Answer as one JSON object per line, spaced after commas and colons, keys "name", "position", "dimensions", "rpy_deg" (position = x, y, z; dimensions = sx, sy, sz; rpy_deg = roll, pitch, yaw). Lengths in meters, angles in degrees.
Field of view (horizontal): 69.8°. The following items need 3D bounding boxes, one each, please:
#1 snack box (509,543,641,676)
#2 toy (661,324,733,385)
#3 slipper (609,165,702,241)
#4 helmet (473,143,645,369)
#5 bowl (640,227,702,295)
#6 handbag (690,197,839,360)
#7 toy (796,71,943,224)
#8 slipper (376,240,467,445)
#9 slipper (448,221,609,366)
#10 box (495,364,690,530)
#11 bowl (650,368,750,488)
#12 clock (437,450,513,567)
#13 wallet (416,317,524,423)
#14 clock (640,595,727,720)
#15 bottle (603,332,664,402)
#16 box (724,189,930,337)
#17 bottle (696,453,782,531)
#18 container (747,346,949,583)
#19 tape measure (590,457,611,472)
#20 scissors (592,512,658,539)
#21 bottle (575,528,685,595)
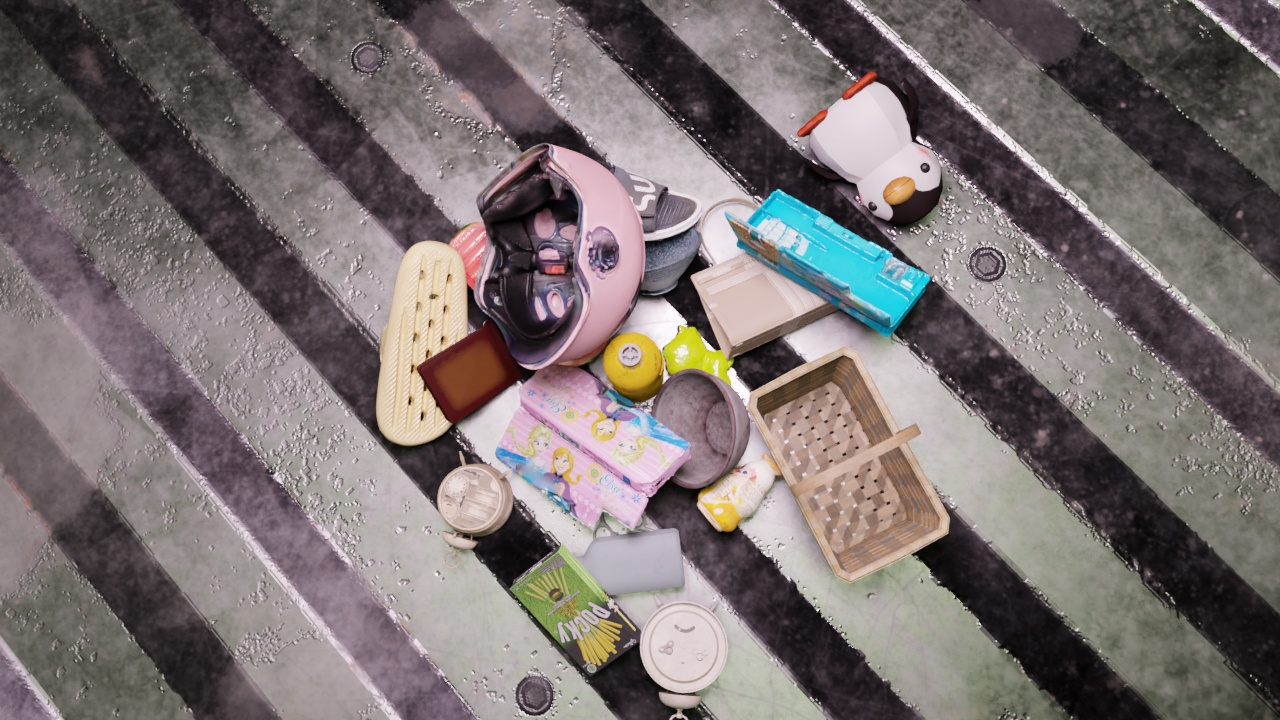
{"name": "snack box", "position": [-0.078, 0.303, 1.112], "dimensions": [0.080, 0.025, 0.147], "rpy_deg": [-39, 96, 15]}
{"name": "toy", "position": [0.073, 0.002, 1.180], "dimensions": [0.093, 0.036, 0.094], "rpy_deg": [3, 85, -3]}
{"name": "slipper", "position": [-0.051, -0.215, 1.188], "dimensions": [0.264, 0.063, 0.111], "rpy_deg": [9, 44, 8]}
{"name": "helmet", "position": [-0.086, -0.115, 1.071], "dimensions": [0.152, 0.231, 0.255], "rpy_deg": [3, 72, -40]}
{"name": "bowl", "position": [0.017, -0.121, 1.182], "dimensions": [0.137, 0.137, 0.057], "rpy_deg": [-14, 119, 1]}
{"name": "handbag", "position": [0.147, -0.127, 1.182], "dimensions": [0.175, 0.062, 0.198], "rpy_deg": [-24, 72, -9]}
{"name": "toy", "position": [0.312, -0.261, 1.179], "dimensions": [0.159, 0.139, 0.184], "rpy_deg": [-37, 90, 29]}
{"name": "slipper", "position": [-0.279, -0.023, 1.179], "dimensions": [0.111, 0.079, 0.261], "rpy_deg": [5, 98, -25]}
{"name": "slipper", "position": [-0.146, -0.080, 1.193], "dimensions": [0.249, 0.059, 0.103], "rpy_deg": [40, 87, 10]}
{"name": "box", "position": [-0.069, 0.104, 1.122], "dimensions": [0.230, 0.063, 0.160], "rpy_deg": [32, 81, 29]}
{"name": "bowl", "position": [0.083, 0.083, 1.131], "dimensions": [0.067, 0.145, 0.145], "rpy_deg": [2, 86, -42]}
{"name": "clock", "position": [-0.217, 0.192, 1.155], "dimensions": [0.093, 0.054, 0.140], "rpy_deg": [18, 80, 6]}
{"name": "wallet", "position": [-0.216, 0.013, 1.168], "dimensions": [0.115, 0.018, 0.091], "rpy_deg": [-35, 114, -21]}
{"name": "clock", "position": [0.051, 0.367, 1.109], "dimensions": [0.103, 0.061, 0.156], "rpy_deg": [4, 73, 3]}
{"name": "bottle", "position": [-0.007, 0.007, 1.117], "dimensions": [0.071, 0.164, 0.071], "rpy_deg": [-1, 80, 3]}
{"name": "box", "position": [0.215, -0.113, 1.104], "dimensions": [0.227, 0.169, 0.085], "rpy_deg": [34, 125, 19]}
{"name": "bottle", "position": [0.124, 0.162, 1.135], "dimensions": [0.109, 0.063, 0.063], "rpy_deg": [-39, 81, -2]}
{"name": "container", "position": [0.241, 0.120, 1.073], "dimensions": [0.157, 0.186, 0.250], "rpy_deg": [-27, 80, -2]}
{"name": "tape measure", "position": [-0.042, 0.113, 1.166], "dimensions": [0.058, 0.038, 0.058], "rpy_deg": [35, 84, 8]}
{"name": "scissors", "position": [-0.046, 0.168, 1.170], "dimensions": [0.118, 0.014, 0.161], "rpy_deg": [-16, 83, 2]}
{"name": "bottle", "position": [-0.029, 0.253, 1.136], "dimensions": [0.161, 0.046, 0.072], "rpy_deg": [-7, 91, 2]}
